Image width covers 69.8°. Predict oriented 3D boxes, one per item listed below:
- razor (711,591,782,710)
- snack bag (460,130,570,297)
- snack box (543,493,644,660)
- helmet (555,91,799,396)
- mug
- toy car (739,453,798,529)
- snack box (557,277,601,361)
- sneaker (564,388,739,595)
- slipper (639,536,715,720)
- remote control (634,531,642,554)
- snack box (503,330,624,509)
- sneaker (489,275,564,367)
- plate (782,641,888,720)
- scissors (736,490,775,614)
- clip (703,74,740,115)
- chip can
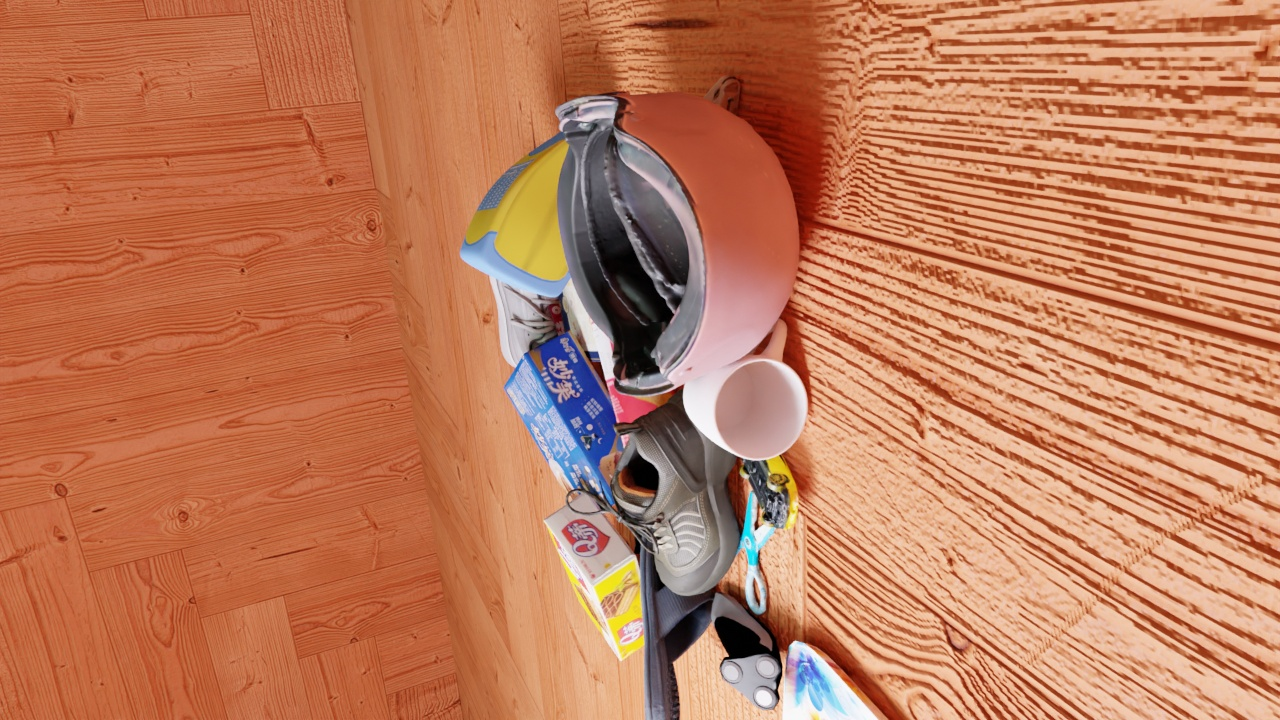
[{"bbox_3d":[0.098,0.268,0.880,0.156,0.060,0.057,-106,18,-77],"label":"razor"},{"bbox_3d":[-0.103,-0.179,0.990,0.205,0.102,0.159,-64,21,-1],"label":"snack bag"},{"bbox_3d":[-0.044,0.265,1.112,0.110,0.061,0.231,48,161,34],"label":"snack box"},{"bbox_3d":[0.027,-0.100,0.713,0.256,0.152,0.230,-7,101,68],"label":"helmet"},{"bbox_3d":[0.087,0.018,0.753,0.114,0.081,0.088,-69,18,0],"label":"mug"},{"bbox_3d":[0.109,0.097,0.783,0.106,0.030,0.049,-112,20,-51],"label":"toy car"},{"bbox_3d":[-0.056,-0.072,1.086,0.145,0.042,0.144,-176,74,-68],"label":"snack box"},{"bbox_3d":[0.013,0.143,0.857,0.101,0.142,0.238,41,139,49],"label":"sneaker"},{"bbox_3d":[0.041,0.282,0.974,0.101,0.082,0.263,89,180,-50],"label":"slipper"},{"bbox_3d":[0.004,0.146,1.034,0.030,0.009,0.140,6,-91,-82],"label":"remote control"},{"bbox_3d":[-0.079,0.085,1.126,0.202,0.069,0.155,59,156,6],"label":"snack box"},{"bbox_3d":[-0.130,-0.080,1.219,0.129,0.096,0.264,37,135,43],"label":"sneaker"},{"bbox_3d":[0.177,0.345,0.767,0.187,0.016,0.187,-139,41,-56],"label":"plate"},{"bbox_3d":[0.099,0.168,0.876,0.114,0.013,0.141,-131,33,-53],"label":"scissors"},{"bbox_3d":[0.065,-0.200,0.743,0.060,0.024,0.039,-50,55,59],"label":"clip"},{"bbox_3d":[-0.006,0.006,0.965,0.073,0.073,0.233,152,103,-68],"label":"chip can"}]
